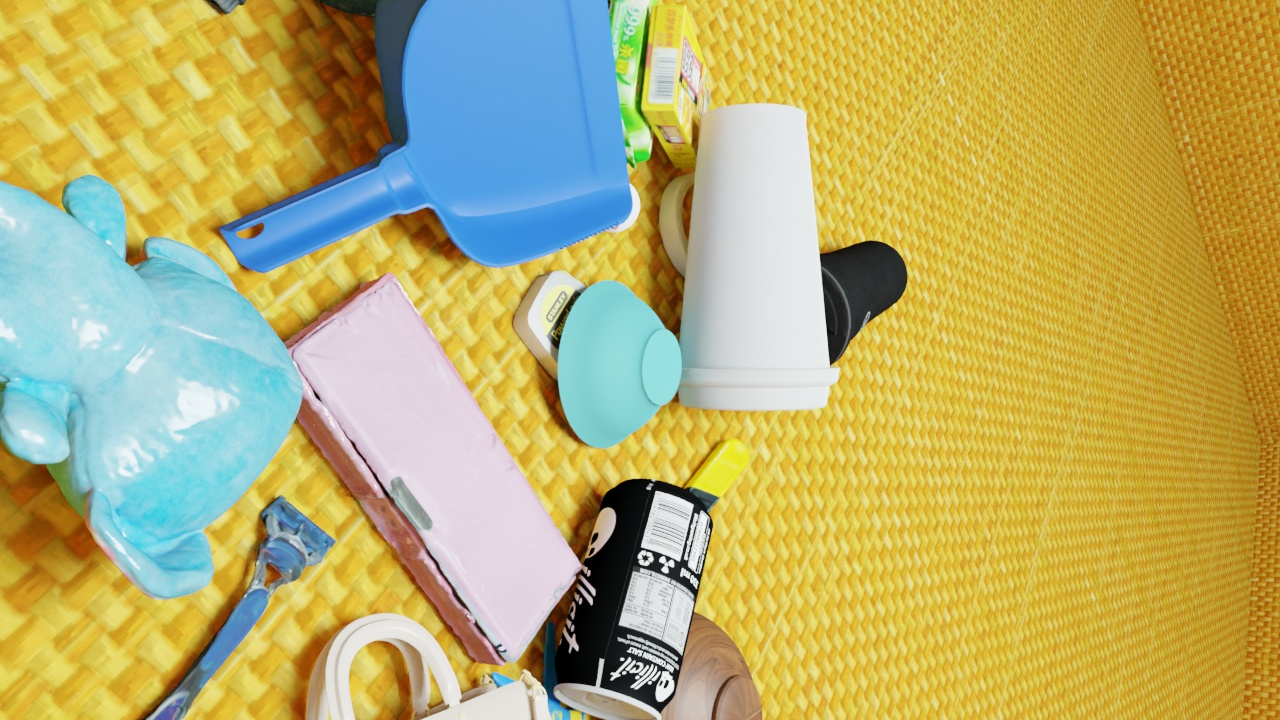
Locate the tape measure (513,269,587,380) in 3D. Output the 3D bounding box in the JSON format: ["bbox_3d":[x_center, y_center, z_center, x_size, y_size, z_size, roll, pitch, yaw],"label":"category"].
[{"bbox_3d":[-0.055,-0.026,0.643,0.065,0.017,0.064,51,50,-30],"label":"tape measure"}]

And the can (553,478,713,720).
[{"bbox_3d":[-0.003,0.159,0.612,0.080,0.080,0.145,43,50,-35],"label":"can"}]

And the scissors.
[{"bbox_3d":[-0.052,0.235,0.604,0.125,0.016,0.125,9,77,-51],"label":"scissors"}]

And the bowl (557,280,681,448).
[{"bbox_3d":[-0.004,0.004,0.652,0.121,0.046,0.121,-7,99,-57],"label":"bowl"}]

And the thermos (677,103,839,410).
[{"bbox_3d":[0.086,-0.075,0.706,0.131,0.132,0.222,-1,91,-48],"label":"thermos"}]

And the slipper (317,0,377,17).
[{"bbox_3d":[-0.099,-0.244,0.537,0.213,0.104,0.059,-11,91,-30],"label":"slipper"}]

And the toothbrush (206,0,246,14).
[{"bbox_3d":[-0.274,-0.236,0.438,0.188,0.014,0.017,38,65,-37],"label":"toothbrush"}]

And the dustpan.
[{"bbox_3d":[-0.113,-0.129,0.519,0.257,0.059,0.246,-28,144,-16],"label":"dustpan"}]

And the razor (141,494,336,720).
[{"bbox_3d":[-0.202,0.135,0.451,0.044,0.018,0.140,51,50,-30],"label":"razor"}]

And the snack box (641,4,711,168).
[{"bbox_3d":[0.030,-0.202,0.698,0.152,0.025,0.075,18,78,-78],"label":"snack box"}]

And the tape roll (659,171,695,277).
[{"bbox_3d":[0.053,-0.112,0.774,0.094,0.019,0.094,10,76,-46],"label":"tape roll"}]

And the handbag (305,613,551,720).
[{"bbox_3d":[-0.120,0.233,0.483,0.194,0.102,0.197,-1,72,-48],"label":"handbag"}]

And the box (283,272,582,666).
[{"bbox_3d":[-0.117,0.068,0.541,0.098,0.041,0.233,-46,117,-41],"label":"box"}]

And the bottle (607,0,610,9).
[{"bbox_3d":[-0.054,-0.239,0.646,0.060,0.060,0.108,33,60,-40],"label":"bottle"}]

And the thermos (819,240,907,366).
[{"bbox_3d":[0.178,-0.059,0.850,0.218,0.106,0.106,-25,102,-52],"label":"thermos"}]

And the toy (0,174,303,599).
[{"bbox_3d":[-0.229,0.003,0.381,0.180,0.115,0.183,51,24,-53],"label":"toy"}]

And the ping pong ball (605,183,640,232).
[{"bbox_3d":[-0.020,-0.115,0.678,0.040,0.040,0.040,10,76,-47],"label":"ping pong ball"}]

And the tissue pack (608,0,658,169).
[{"bbox_3d":[-0.006,-0.210,0.675,0.099,0.034,0.114,54,44,-75],"label":"tissue pack"}]

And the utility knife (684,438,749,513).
[{"bbox_3d":[0.029,0.126,0.709,0.029,0.020,0.197,48,49,-2],"label":"utility knife"}]

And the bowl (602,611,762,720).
[{"bbox_3d":[0.045,0.255,0.659,0.147,0.069,0.147,12,74,-51],"label":"bowl"}]
